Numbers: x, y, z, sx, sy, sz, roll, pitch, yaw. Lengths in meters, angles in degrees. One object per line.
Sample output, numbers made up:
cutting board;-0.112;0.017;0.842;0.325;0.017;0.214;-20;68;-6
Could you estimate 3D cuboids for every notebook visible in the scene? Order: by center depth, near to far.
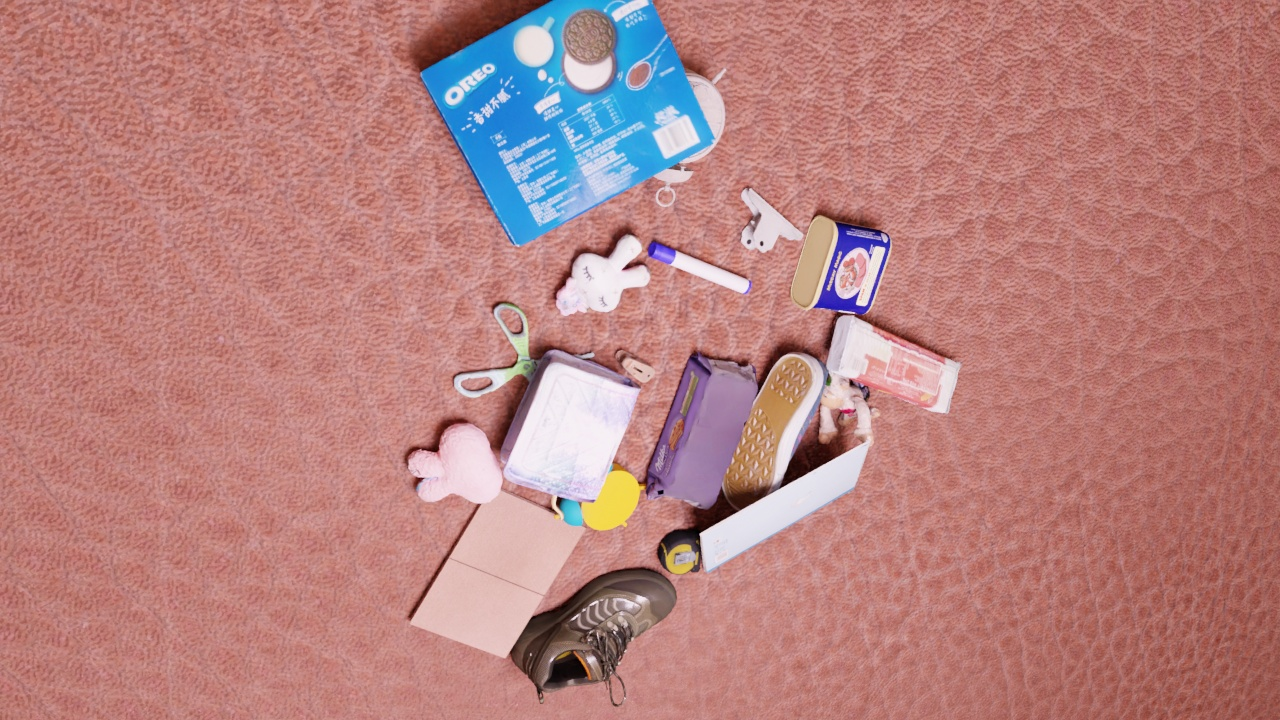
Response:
notebook;-0.181;0.273;1.174;0.141;0.008;0.209;28;98;-23
notebook;0.193;0.203;1.247;0.253;0.009;0.181;-27;153;-9

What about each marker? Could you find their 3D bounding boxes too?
marker;0.073;-0.111;1.109;0.141;0.020;0.020;18;105;-28

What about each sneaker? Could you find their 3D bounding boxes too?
sneaker;-0.049;0.368;1.203;0.237;0.143;0.101;-25;119;-10
sneaker;0.180;0.093;1.221;0.079;0.087;0.236;-9;126;-57

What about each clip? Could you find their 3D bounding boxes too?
clip;0.147;-0.161;1.121;0.101;0.045;0.055;34;90;-29
clip;-0.005;0.008;1.125;0.059;0.052;0.026;42;93;-3

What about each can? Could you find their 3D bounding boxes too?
can;0.254;-0.117;1.156;0.092;0.056;0.116;6;110;-25

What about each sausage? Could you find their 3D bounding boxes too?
sausage;0.286;0.001;1.242;0.020;0.020;0.155;-31;120;-7

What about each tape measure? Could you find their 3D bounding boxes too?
tape measure;0.056;0.265;1.261;0.061;0.034;0.062;-7;114;-17

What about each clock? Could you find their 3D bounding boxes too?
clock;0.041;-0.247;1.011;0.103;0.061;0.157;2;110;-21
clock;-0.054;0.170;1.169;0.129;0.044;0.099;24;96;-37

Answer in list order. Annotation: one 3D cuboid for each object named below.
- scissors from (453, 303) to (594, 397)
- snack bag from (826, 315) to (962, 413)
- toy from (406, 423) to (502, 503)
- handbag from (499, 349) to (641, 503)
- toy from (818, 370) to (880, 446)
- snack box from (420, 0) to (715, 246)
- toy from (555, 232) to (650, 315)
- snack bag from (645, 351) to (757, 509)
scissors;-0.140;0.008;1.085;0.172;0.023;0.171;-32;119;-12
snack bag;0.344;0.007;1.237;0.225;0.041;0.077;19;84;-34
toy;-0.220;0.127;1.084;0.105;0.053;0.108;-16;118;-2
handbag;-0.083;0.079;1.087;0.126;0.069;0.159;20;100;-18
toy;0.274;0.058;1.231;0.074;0.085;0.106;-36;114;-28
snack box;-0.071;-0.256;0.931;0.239;0.056;0.195;-27;109;2
toy;-0.043;-0.092;1.061;0.122;0.038;0.079;-32;127;-3
snack bag;0.081;0.096;1.180;0.096;0.058;0.205;11;105;-26
